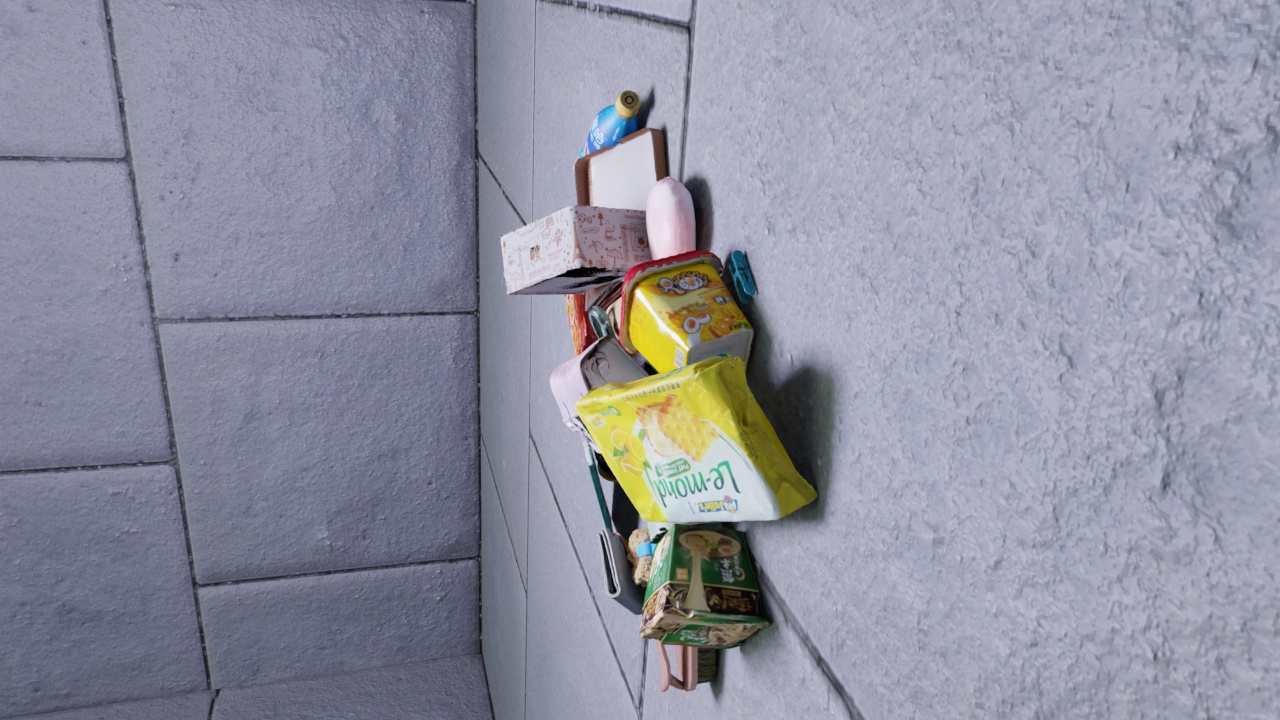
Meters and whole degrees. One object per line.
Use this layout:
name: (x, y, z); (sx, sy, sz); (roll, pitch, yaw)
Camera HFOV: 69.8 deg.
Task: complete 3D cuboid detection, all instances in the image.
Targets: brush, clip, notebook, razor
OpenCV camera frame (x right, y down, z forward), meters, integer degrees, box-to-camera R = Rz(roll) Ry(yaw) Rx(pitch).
brush: (0.051, 0.319, 1.068); (0.063, 0.073, 0.146); (-139, 46, -67)
brush: (0.020, 0.238, 1.186); (0.255, 0.046, 0.083); (110, 157, -65)
clip: (0.102, -0.084, 0.921); (0.045, 0.014, 0.056); (111, 149, -56)
notebook: (-0.063, 0.204, 1.409); (0.150, 0.012, 0.209); (-111, 7, -61)
razor: (-0.044, 0.142, 1.412); (0.067, 0.062, 0.167); (-61, 13, 1)

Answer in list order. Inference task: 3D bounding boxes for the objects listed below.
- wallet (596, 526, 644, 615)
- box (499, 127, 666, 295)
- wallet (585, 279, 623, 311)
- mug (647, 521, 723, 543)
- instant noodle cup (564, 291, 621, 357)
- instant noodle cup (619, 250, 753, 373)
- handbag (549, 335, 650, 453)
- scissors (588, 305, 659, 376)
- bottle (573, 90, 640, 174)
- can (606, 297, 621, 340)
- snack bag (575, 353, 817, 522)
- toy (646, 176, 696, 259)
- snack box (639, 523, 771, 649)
wallet: (-0.024, 0.300, 1.315); (0.130, 0.037, 0.106); (57, -160, -60)
box: (-0.076, -0.188, 1.166); (0.181, 0.157, 0.197); (-8, 86, 52)
wallet: (-0.044, -0.136, 1.279); (0.101, 0.032, 0.124); (-38, 41, 42)
mug: (0.052, 0.140, 1.033); (0.112, 0.082, 0.106); (-30, 59, 38)
instant noodle cup: (-0.074, -0.069, 1.378); (0.165, 0.079, 0.188); (94, 167, -61)
instant noodle cup: (0.050, -0.034, 0.946); (0.123, 0.116, 0.116); (55, 152, 40)
handbag: (-0.047, 0.052, 1.221); (0.145, 0.098, 0.197); (54, 163, -4)
scissors: (-0.007, 0.007, 1.217); (0.181, 0.019, 0.170); (29, 150, 54)
bottle: (-0.042, -0.307, 1.279); (0.219, 0.065, 0.065); (140, 126, -69)
can: (-0.007, -0.062, 1.216); (0.116, 0.058, 0.058); (155, 111, -73)
snack bag: (0.046, 0.076, 0.884); (0.247, 0.068, 0.158); (-15, 109, 55)
toy: (0.035, -0.132, 1.065); (0.121, 0.054, 0.159); (-158, 66, -80)
snack box: (0.065, 0.236, 0.967); (0.118, 0.117, 0.105); (119, 157, -57)
